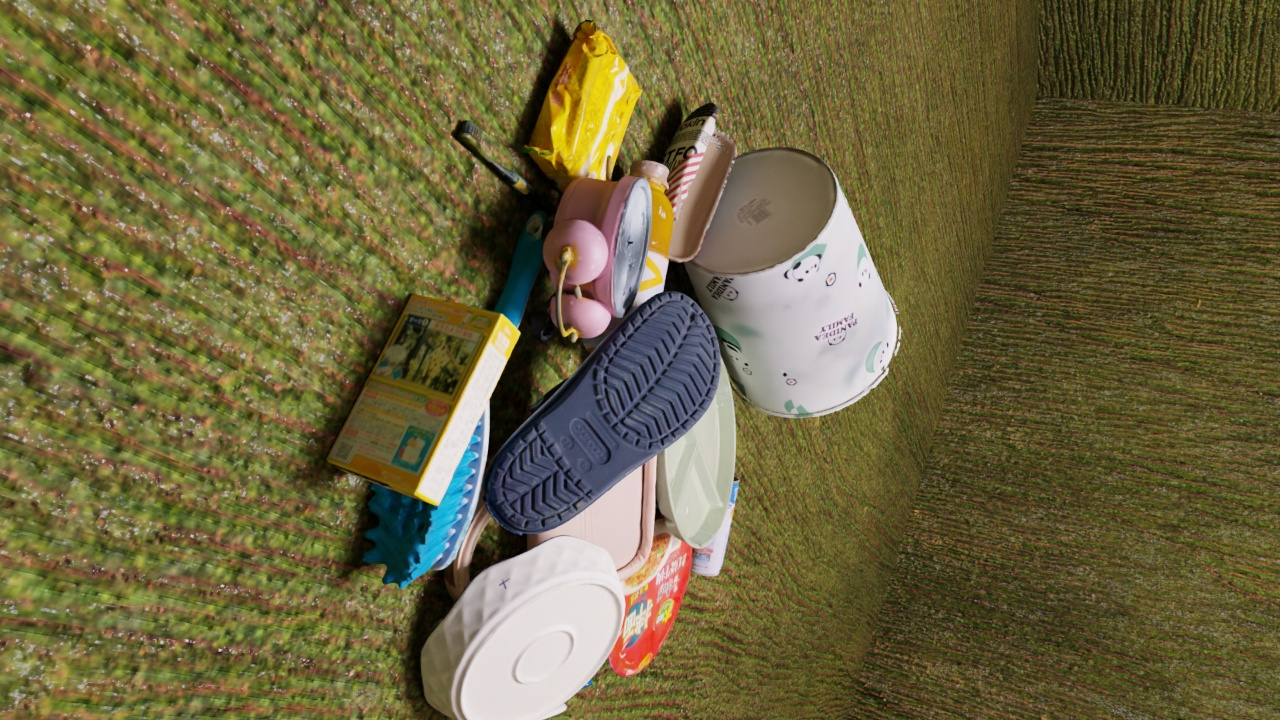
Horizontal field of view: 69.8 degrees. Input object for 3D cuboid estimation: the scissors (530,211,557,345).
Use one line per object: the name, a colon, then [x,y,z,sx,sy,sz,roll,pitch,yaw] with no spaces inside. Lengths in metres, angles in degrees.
scissors: [-0.061,-0.078,0.820,0.181,0.014,0.159,70,34,-64]

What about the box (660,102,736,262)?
box: [0.056,-0.183,0.961,0.087,0.076,0.162,30,70,-33]

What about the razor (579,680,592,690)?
razor: [-0.104,0.343,0.965,0.043,0.022,0.142,-34,151,15]

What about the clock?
clock: [-0.038,-0.085,0.754,0.117,0.060,0.158,89,15,-46]

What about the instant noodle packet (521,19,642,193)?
instant noodle packet: [-0.049,-0.206,0.789,0.110,0.044,0.128,38,71,-62]

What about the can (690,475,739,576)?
can: [0.096,0.221,1.245,0.053,0.053,0.134,-1,103,-62]

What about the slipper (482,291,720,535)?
slipper: [-0.031,0.051,0.789,0.105,0.095,0.252,47,72,-8]

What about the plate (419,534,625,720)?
plate: [-0.096,0.253,0.826,0.204,0.045,0.205,-24,134,-28]

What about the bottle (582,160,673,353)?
bottle: [-0.008,-0.095,0.871,0.068,0.068,0.189,23,76,-62]

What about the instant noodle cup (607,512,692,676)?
instant noodle cup: [-0.010,0.257,1.052,0.193,0.066,0.194,-36,134,-50]

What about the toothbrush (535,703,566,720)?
toothbrush: [-0.125,0.370,0.945,0.180,0.016,0.016,19,79,-62]

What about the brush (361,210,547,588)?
brush: [-0.136,0.018,0.727,0.109,0.061,0.314,21,81,-68]

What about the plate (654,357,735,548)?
plate: [0.060,0.091,1.012,0.229,0.027,0.230,0,90,-68]

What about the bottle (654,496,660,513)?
bottle: [0.036,0.117,1.082,0.057,0.057,0.175,-43,138,-46]

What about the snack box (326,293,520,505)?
snack box: [-0.153,0.025,0.652,0.034,0.087,0.140,47,60,-57]

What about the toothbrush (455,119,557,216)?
toothbrush: [-0.096,-0.146,0.762,0.185,0.012,0.017,35,60,-61]

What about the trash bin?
trash bin: [0.166,-0.094,1.069,0.229,0.230,0.252,-63,144,-23]

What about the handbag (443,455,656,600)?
handbag: [-0.086,0.149,0.862,0.233,0.093,0.193,-30,129,-44]
